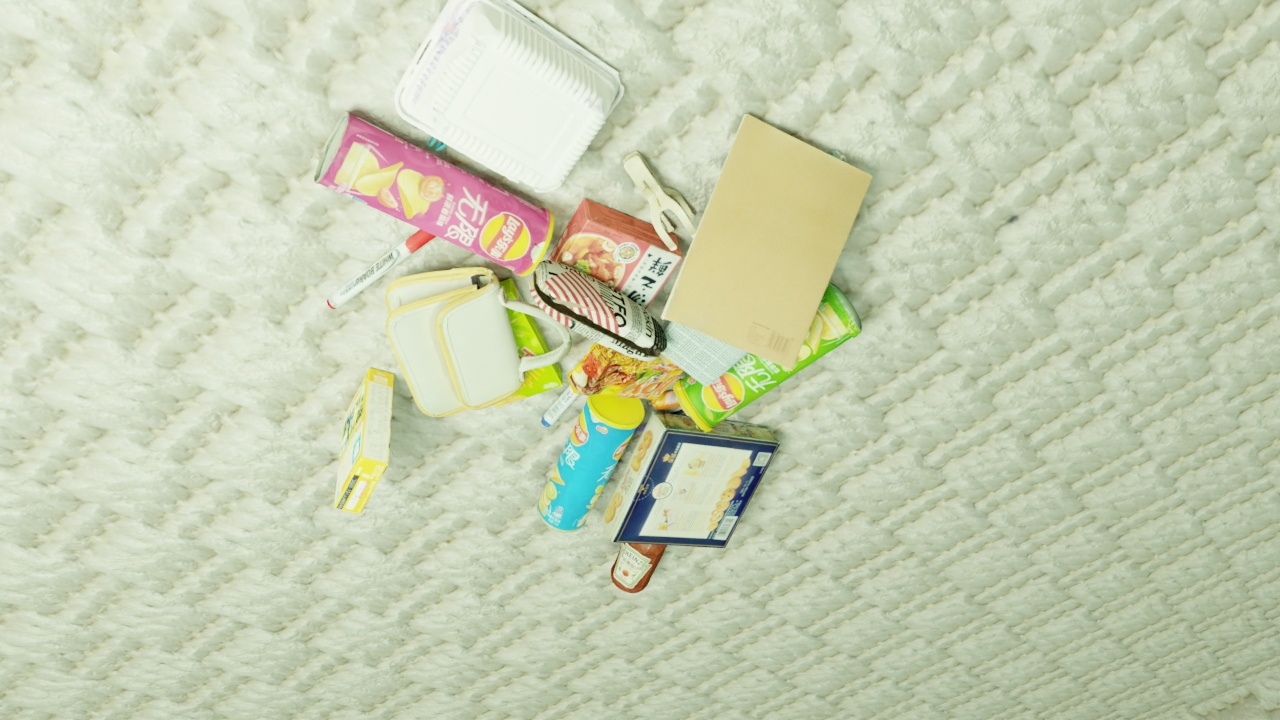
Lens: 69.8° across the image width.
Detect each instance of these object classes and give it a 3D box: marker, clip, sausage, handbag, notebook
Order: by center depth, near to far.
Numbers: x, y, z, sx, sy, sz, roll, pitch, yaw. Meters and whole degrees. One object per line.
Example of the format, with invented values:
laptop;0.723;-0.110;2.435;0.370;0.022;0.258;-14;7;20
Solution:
clip;-0.172;-0.211;0.833;0.057;0.015;0.049;-38;132;24
clip;0.022;-0.150;0.899;0.035;0.094;0.102;-28;144;15
notebook;0.126;-0.112;0.900;0.149;0.012;0.211;21;93;-17
marker;-0.261;-0.094;0.925;0.145;0.017;0.017;-32;132;18
handbag;-0.162;-0.020;0.953;0.178;0.063;0.164;-12;136;-4
marker;-0.074;0.030;1.085;0.017;0.016;0.146;23;125;-30
sausage;0.089;0.036;1.122;0.165;0.021;0.021;-12;135;-1

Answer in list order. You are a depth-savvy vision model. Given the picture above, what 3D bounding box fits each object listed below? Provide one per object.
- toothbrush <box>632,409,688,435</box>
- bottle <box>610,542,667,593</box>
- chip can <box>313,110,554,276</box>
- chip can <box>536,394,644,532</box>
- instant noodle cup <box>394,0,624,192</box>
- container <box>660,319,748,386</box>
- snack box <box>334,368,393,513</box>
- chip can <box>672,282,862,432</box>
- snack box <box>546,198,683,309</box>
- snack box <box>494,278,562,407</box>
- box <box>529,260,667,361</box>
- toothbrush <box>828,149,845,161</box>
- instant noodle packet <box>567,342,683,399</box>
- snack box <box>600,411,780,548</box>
toothbrush;0.054;0.067;1.151;0.189;0.014;0.017;-21;146;9
bottle;0.015;0.240;1.277;0.059;0.059;0.207;9;125;-20
chip can;-0.187;-0.150;0.849;0.210;0.071;0.072;23;125;-29
chip can;-0.066;0.125;1.139;0.071;0.071;0.211;10;130;-21
instant noodle cup;-0.109;-0.222;0.794;0.173;0.060;0.138;26;115;-30
container;0.081;-0.043;0.982;0.090;0.089;0.112;37;127;-8
snack box;-0.301;0.086;1.002;0.033;0.140;0.087;17;127;-28
chip can;0.146;-0.004;1.050;0.221;0.072;0.072;-34;131;14
snack box;-0.037;-0.091;0.956;0.113;0.044;0.127;17;128;-26
snack box;-0.152;-0.016;1.017;0.086;0.026;0.156;-17;135;6
box;-0.037;-0.052;0.917;0.164;0.071;0.060;26;141;-34
toothbrush;0.153;-0.126;0.977;0.026;0.027;0.225;-18;148;-47
instant noodle packet;-0.006;0.006;1.042;0.128;0.044;0.111;6;141;-40
snack box;0.064;0.158;1.178;0.182;0.045;0.178;10;117;-29
